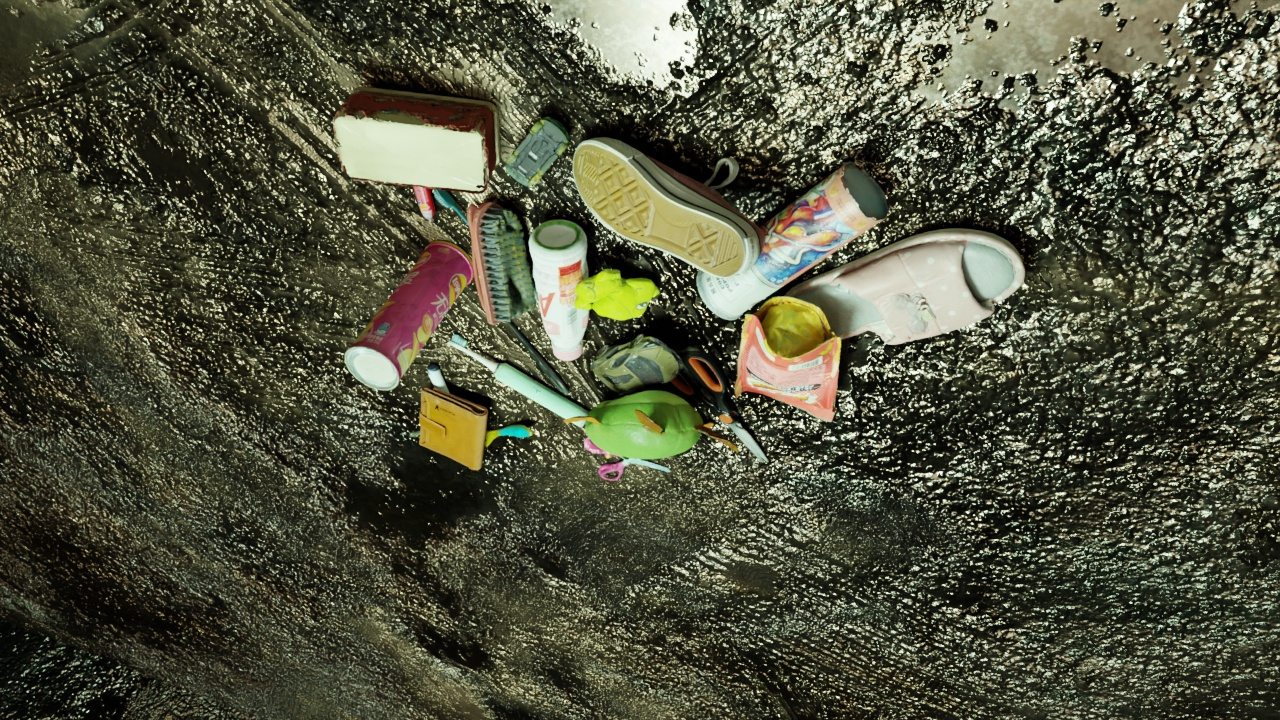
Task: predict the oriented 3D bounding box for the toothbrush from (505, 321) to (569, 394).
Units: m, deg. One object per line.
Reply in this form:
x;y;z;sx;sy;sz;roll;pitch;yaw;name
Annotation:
-0.152;-0.015;1.255;0.016;0.018;0.181;-19;123;32;toothbrush

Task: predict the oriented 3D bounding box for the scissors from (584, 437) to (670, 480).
-0.022;0.150;1.357;0.133;0.017;0.126;16;134;3;scissors

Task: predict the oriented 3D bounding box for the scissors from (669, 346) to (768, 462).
0.099;0.063;1.224;0.137;0.021;0.235;9;142;28;scissors

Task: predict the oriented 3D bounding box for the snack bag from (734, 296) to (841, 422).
0.173;0.009;1.080;0.129;0.073;0.208;13;156;13;snack bag

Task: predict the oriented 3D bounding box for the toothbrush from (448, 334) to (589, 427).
-0.172;0.029;1.297;0.224;0.027;0.026;31;171;-7;toothbrush

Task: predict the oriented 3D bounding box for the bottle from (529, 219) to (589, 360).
-0.096;-0.080;1.134;0.068;0.068;0.197;13;140;12;bottle

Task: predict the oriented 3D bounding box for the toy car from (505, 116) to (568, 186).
-0.113;-0.232;1.013;0.043;0.036;0.091;39;135;-14;toy car

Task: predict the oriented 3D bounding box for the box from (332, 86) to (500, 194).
-0.247;-0.240;1.013;0.168;0.079;0.091;7;135;3;box

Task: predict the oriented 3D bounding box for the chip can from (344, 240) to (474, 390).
-0.279;-0.059;1.126;0.071;0.209;0.071;12;135;12;chip can

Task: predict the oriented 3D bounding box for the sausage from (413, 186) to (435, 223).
-0.267;-0.230;1.094;0.020;0.020;0.156;10;134;15;sausage

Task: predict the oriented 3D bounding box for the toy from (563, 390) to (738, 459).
0.006;0.084;1.188;0.226;0.090;0.247;10;172;-30;toy

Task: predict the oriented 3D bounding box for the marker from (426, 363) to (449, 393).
-0.295;0.057;1.384;0.023;0.018;0.131;11;136;27;marker

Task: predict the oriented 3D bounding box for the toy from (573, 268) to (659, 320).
-0.031;-0.078;1.103;0.097;0.031;0.100;-25;145;11;toy

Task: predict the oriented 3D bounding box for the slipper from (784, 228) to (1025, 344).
0.271;-0.066;0.991;0.275;0.054;0.114;-14;125;36;slipper

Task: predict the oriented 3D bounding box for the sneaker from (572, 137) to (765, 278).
0.035;-0.168;0.977;0.241;0.087;0.118;33;128;23;sneaker

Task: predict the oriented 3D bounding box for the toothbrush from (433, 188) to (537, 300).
-0.192;-0.144;1.148;0.018;0.016;0.191;-9;129;50;toothbrush

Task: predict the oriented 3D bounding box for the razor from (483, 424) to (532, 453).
-0.207;0.113;1.390;0.133;0.028;0.043;-13;116;40;razor

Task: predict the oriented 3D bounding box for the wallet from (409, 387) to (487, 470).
-0.289;0.099;1.388;0.119;0.035;0.131;20;135;5;wallet

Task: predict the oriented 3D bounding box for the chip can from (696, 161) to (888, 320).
0.157;-0.122;0.975;0.071;0.071;0.215;41;133;-17;chip can

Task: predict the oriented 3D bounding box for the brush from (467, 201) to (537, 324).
-0.176;-0.121;1.115;0.069;0.063;0.146;11;118;39;brush

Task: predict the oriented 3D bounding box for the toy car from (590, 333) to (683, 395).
-0.007;0.007;1.174;0.070;0.042;0.158;42;150;-17;toy car
